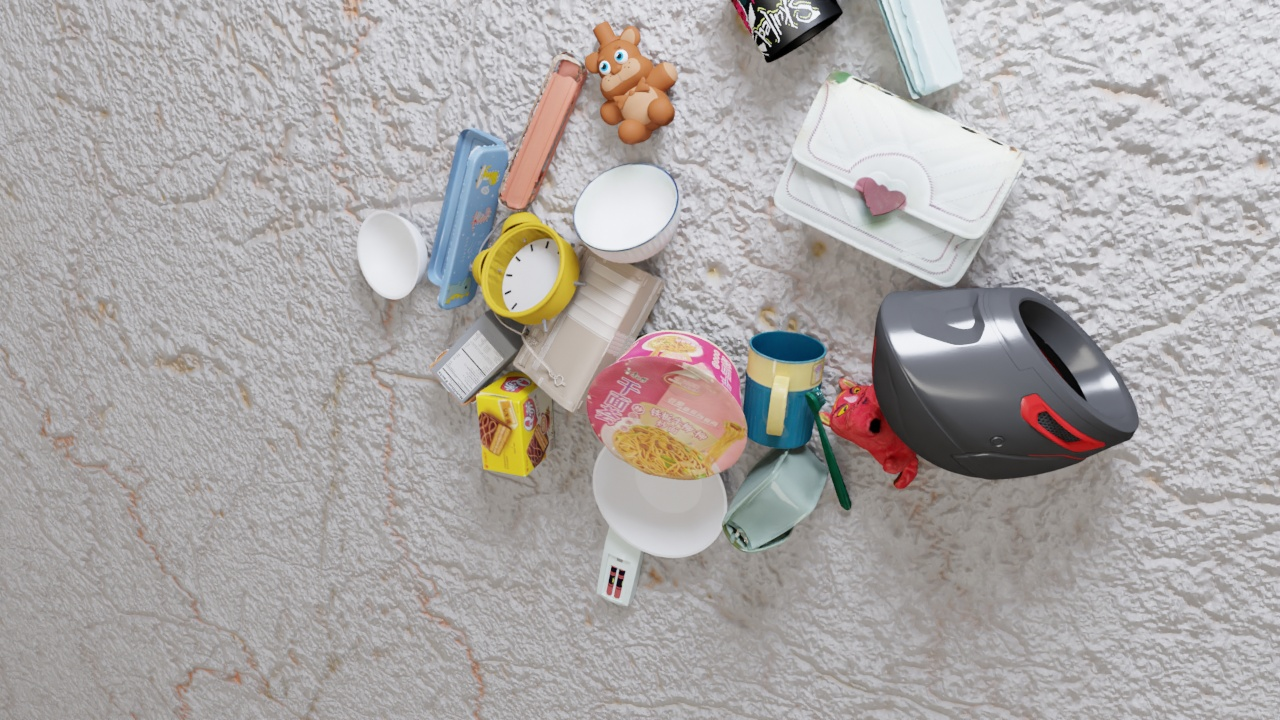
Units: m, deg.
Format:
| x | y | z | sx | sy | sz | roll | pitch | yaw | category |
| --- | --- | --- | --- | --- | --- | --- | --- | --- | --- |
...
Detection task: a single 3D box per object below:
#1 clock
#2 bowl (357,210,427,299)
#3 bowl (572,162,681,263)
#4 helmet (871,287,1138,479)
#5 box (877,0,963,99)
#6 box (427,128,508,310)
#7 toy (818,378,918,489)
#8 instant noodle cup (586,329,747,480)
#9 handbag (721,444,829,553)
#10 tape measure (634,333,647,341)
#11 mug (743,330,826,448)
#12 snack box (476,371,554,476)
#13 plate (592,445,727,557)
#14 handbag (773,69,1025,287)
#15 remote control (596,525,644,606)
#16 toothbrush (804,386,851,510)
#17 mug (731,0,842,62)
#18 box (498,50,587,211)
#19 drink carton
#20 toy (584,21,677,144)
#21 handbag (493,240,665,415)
| x | y | z | sx | sy | sz | roll | pitch | yaw | category |
| --- | --- | --- | --- | --- | --- | --- | --- | --- | --- |
| -0.134 | -0.106 | 1.055 | 0.113 | 0.052 | 0.152 | -49 | 58 | 7 | clock |
| -0.302 | -0.135 | 1.153 | 0.110 | 0.040 | 0.110 | 10 | 109 | 32 | bowl |
| -0.008 | -0.150 | 0.997 | 0.118 | 0.117 | 0.062 | 5 | 152 | 22 | bowl |
| 0.320 | 0.026 | 0.869 | 0.264 | 0.163 | 0.170 | 33 | 131 | -21 | helmet |
| 0.233 | -0.335 | 0.821 | 0.066 | 0.082 | 0.199 | -19 | 101 | 19 | box |
| -0.219 | -0.168 | 1.094 | 0.074 | 0.077 | 0.209 | 28 | 118 | 17 | box |
| 0.257 | 0.077 | 0.993 | 0.094 | 0.088 | 0.133 | 7 | 137 | 55 | toy |
| 0.036 | 0.042 | 1.010 | 0.179 | 0.077 | 0.179 | 10 | 132 | 12 | instant noodle cup |
| 0.151 | 0.149 | 1.024 | 0.067 | 0.121 | 0.106 | 45 | 117 | 0 | handbag |
| -0.006 | 0.006 | 1.083 | 0.066 | 0.037 | 0.064 | -19 | 98 | 23 | tape measure |
| 0.149 | 0.038 | 0.984 | 0.083 | 0.113 | 0.107 | 10 | 115 | 10 | mug |
| -0.155 | 0.078 | 1.150 | 0.061 | 0.083 | 0.106 | 7 | 113 | 22 | snack box |
| 0.028 | 0.156 | 1.127 | 0.174 | 0.036 | 0.174 | 8 | 113 | 21 | plate |
| 0.242 | -0.172 | 0.872 | 0.198 | 0.096 | 0.142 | 28 | 117 | 14 | handbag |
| -0.024 | 0.259 | 1.197 | 0.049 | 0.024 | 0.143 | 19 | 116 | 16 | remote control |
| 0.208 | 0.098 | 0.997 | 0.016 | 0.017 | 0.190 | 37 | 158 | 48 | toothbrush |
| 0.142 | -0.352 | 0.849 | 0.118 | 0.081 | 0.098 | -27 | 98 | 41 | mug |
| -0.106 | -0.257 | 1.034 | 0.058 | 0.062 | 0.189 | 23 | 118 | -15 | box |
| -0.201 | -0.007 | 1.157 | 0.076 | 0.048 | 0.125 | 49 | 120 | 0 | drink carton |
| -0.013 | -0.294 | 0.957 | 0.095 | 0.065 | 0.127 | -28 | 92 | 23 | toy |
| -0.097 | -0.059 | 1.075 | 0.198 | 0.062 | 0.176 | 31 | 96 | 28 | handbag |
